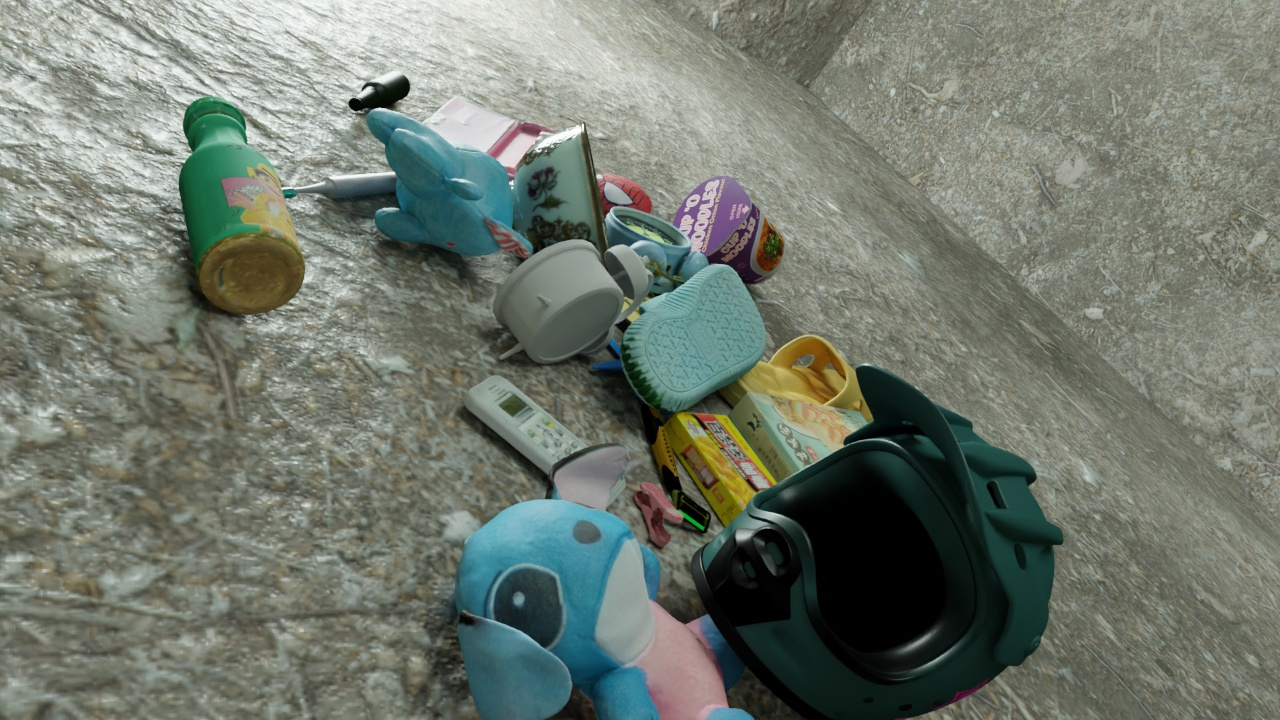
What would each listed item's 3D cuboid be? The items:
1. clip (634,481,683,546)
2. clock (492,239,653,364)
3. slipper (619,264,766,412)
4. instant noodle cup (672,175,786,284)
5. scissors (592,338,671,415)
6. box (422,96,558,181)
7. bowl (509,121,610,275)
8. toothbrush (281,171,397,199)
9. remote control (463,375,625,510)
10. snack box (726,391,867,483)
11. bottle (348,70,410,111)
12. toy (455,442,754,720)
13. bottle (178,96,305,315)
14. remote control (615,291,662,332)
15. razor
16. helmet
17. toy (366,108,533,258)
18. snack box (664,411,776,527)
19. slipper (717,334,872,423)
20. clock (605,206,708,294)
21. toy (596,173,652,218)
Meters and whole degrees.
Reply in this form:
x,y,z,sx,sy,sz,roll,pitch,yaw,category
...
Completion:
x,y,z,sx,sy,sz,roll,pitch,yaw,category
0.012,0.120,0.699,0.023,0.045,0.060,23,-6,-32,clip
-0.055,-0.052,0.798,0.158,0.120,0.061,-14,59,-45,clock
0.046,-0.017,0.893,0.116,0.070,0.275,56,33,0,slipper
0.132,-0.164,1.223,0.121,0.137,0.121,28,70,-38,instant noodle cup
-0.005,0.005,0.877,0.125,0.013,0.126,49,23,22,scissors
-0.168,-0.249,1.085,0.179,0.040,0.232,17,28,-1,box
-0.086,-0.151,0.923,0.094,0.160,0.159,-10,34,0,bowl
-0.259,-0.158,0.830,0.019,0.018,0.187,39,25,10,toothbrush
-0.072,0.063,0.681,0.133,0.022,0.050,39,26,5,remote control
0.191,0.105,0.914,0.193,0.044,0.141,12,36,-42,snack box
-0.289,-0.293,1.009,0.033,0.033,0.122,32,26,-8,bottle
-0.014,0.147,0.530,0.191,0.099,0.223,39,22,-8,toy
-0.296,-0.123,0.665,0.068,0.068,0.209,12,35,-41,bottle
0.010,-0.051,0.991,0.058,0.013,0.133,42,26,12,remote control
0.023,0.082,0.769,0.044,0.021,0.144,40,19,-37,razor
0.164,0.122,0.591,0.274,0.200,0.176,39,17,-51,helmet
-0.183,-0.150,0.812,0.183,0.115,0.180,42,4,23,toy
0.085,0.107,0.798,0.075,0.025,0.152,7,38,-45,snack box
0.191,0.022,1.019,0.262,0.079,0.099,5,40,-44,slipper
0.011,-0.116,1.028,0.117,0.060,0.162,2,31,-42,clock
-0.049,-0.194,1.111,0.132,0.062,0.092,-3,28,-32,toy
